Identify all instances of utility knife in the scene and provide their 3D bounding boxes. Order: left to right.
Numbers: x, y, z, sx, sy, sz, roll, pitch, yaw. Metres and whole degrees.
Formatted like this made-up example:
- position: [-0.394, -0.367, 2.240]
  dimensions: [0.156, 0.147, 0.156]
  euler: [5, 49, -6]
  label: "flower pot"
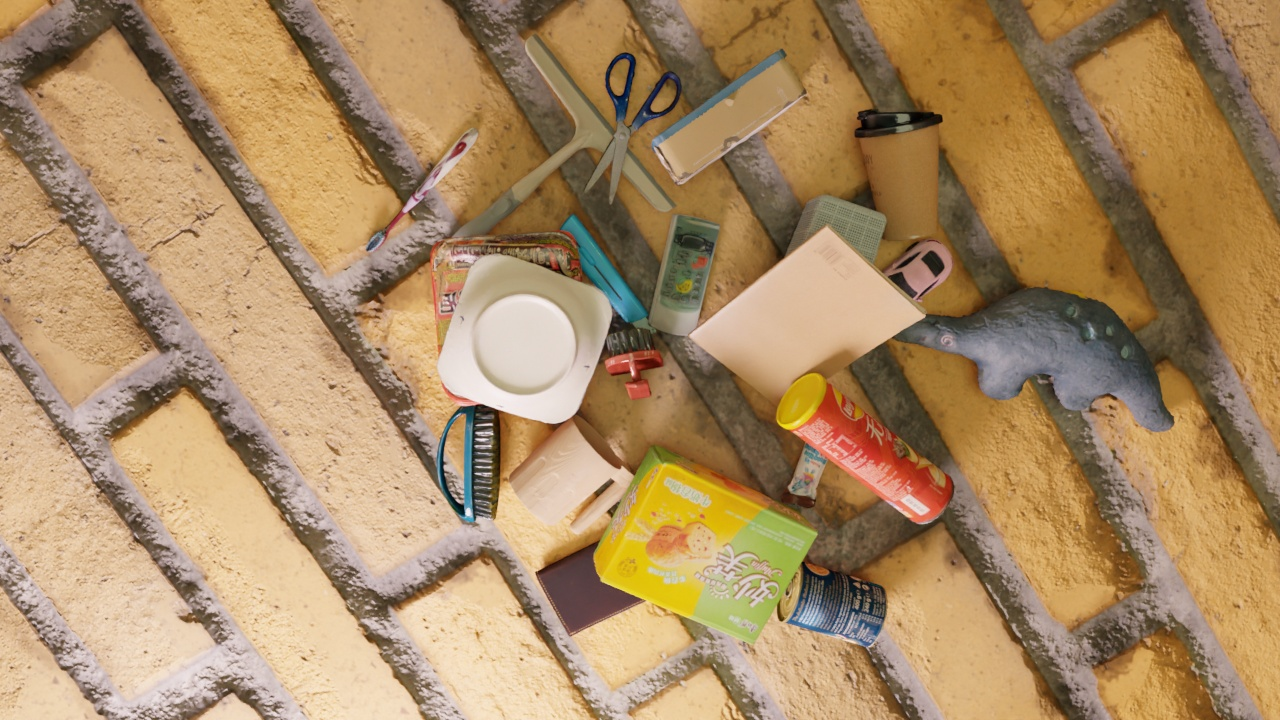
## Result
- position: [-0.037, -0.092, 1.043]
  dimensions: [0.034, 0.018, 0.166]
  euler: [-37, 107, 7]
  label: "utility knife"

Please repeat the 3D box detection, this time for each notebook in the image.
- position: [0.175, -0.039, 0.993]
  dimensions: [0.149, 0.012, 0.212]
  euler: [37, 129, -18]
  label: "notebook"

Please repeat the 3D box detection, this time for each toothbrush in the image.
- position: [-0.248, -0.192, 1.034]
  dimensions: [0.016, 0.017, 0.188]
  euler: [43, 96, -7]
  label: "toothbrush"

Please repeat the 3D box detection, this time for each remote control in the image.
- position: [0.049, -0.096, 1.046]
  dimensions: [0.056, 0.019, 0.135]
  euler: [12, 98, -15]
  label: "remote control"

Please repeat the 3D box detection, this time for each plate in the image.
- position: [-0.123, -0.019, 0.976]
  dimensions: [0.163, 0.034, 0.164]
  euler: [18, 99, -9]
  label: "plate"

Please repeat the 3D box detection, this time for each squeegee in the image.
- position: [-0.132, -0.191, 1.025]
  dimensions: [0.247, 0.039, 0.246]
  euler: [-39, 97, 5]
  label: "squeegee"

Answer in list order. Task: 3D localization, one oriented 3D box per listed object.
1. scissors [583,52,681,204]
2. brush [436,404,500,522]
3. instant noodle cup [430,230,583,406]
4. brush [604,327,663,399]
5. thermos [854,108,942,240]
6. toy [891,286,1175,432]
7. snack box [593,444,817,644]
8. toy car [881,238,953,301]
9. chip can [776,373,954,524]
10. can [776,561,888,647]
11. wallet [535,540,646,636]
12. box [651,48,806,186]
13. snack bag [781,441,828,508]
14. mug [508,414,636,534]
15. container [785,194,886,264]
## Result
- position: [-0.023, -0.263, 1.015]
  dimensions: [0.169, 0.012, 0.146]
  euler: [-35, 91, -7]
  label: "scissors"
- position: [-0.198, 0.116, 1.060]
  dimensions: [0.073, 0.055, 0.144]
  euler: [1, 98, -2]
  label: "brush"
- position: [-0.143, -0.048, 1.025]
  dimensions: [0.164, 0.079, 0.189]
  euler: [-2, 98, 0]
  label: "instant noodle cup"
- position: [-0.006, 0.006, 1.001]
  dimensions: [0.063, 0.146, 0.069]
  euler: [-11, 84, 1]
  label: "brush"
- position: [0.288, -0.208, 1.008]
  dimensions: [0.093, 0.093, 0.143]
  euler: [-10, 106, 1]
  label: "thermos"
- position: [0.464, -0.013, 1.041]
  dimensions: [0.356, 0.091, 0.138]
  euler: [16, 125, -2]
  label: "toy"
- position: [0.074, 0.211, 1.055]
  dimensions: [0.210, 0.070, 0.158]
  euler: [26, 97, -13]
  label: "snack box"
- position: [0.301, -0.088, 1.048]
  dimensions: [0.122, 0.037, 0.056]
  euler: [-40, 95, 6]
  label: "toy car"
- position: [0.256, 0.102, 1.037]
  dimensions: [0.216, 0.073, 0.073]
  euler: [36, 96, -15]
  label: "chip can"
- position: [0.226, 0.286, 1.080]
  dimensions: [0.111, 0.075, 0.075]
  euler: [17, 97, -4]
  label: "can"
- position: [-0.052, 0.268, 1.103]
  dimensions: [0.122, 0.020, 0.096]
  euler: [-26, 103, 2]
  label: "wallet"
- position: [0.099, -0.264, 0.994]
  dimensions: [0.184, 0.090, 0.059]
  euler: [-37, 96, 2]
  label: "box"
- position: [0.201, 0.123, 1.080]
  dimensions: [0.045, 0.026, 0.105]
  euler: [17, 97, -20]
  label: "snack bag"
- position: [-0.075, 0.138, 1.060]
  dimensions: [0.103, 0.084, 0.124]
  euler: [-42, 123, 6]
  label: "mug"
- position: [0.211, -0.118, 1.016]
  dimensions: [0.090, 0.090, 0.111]
  euler: [18, 95, -4]
  label: "container"
